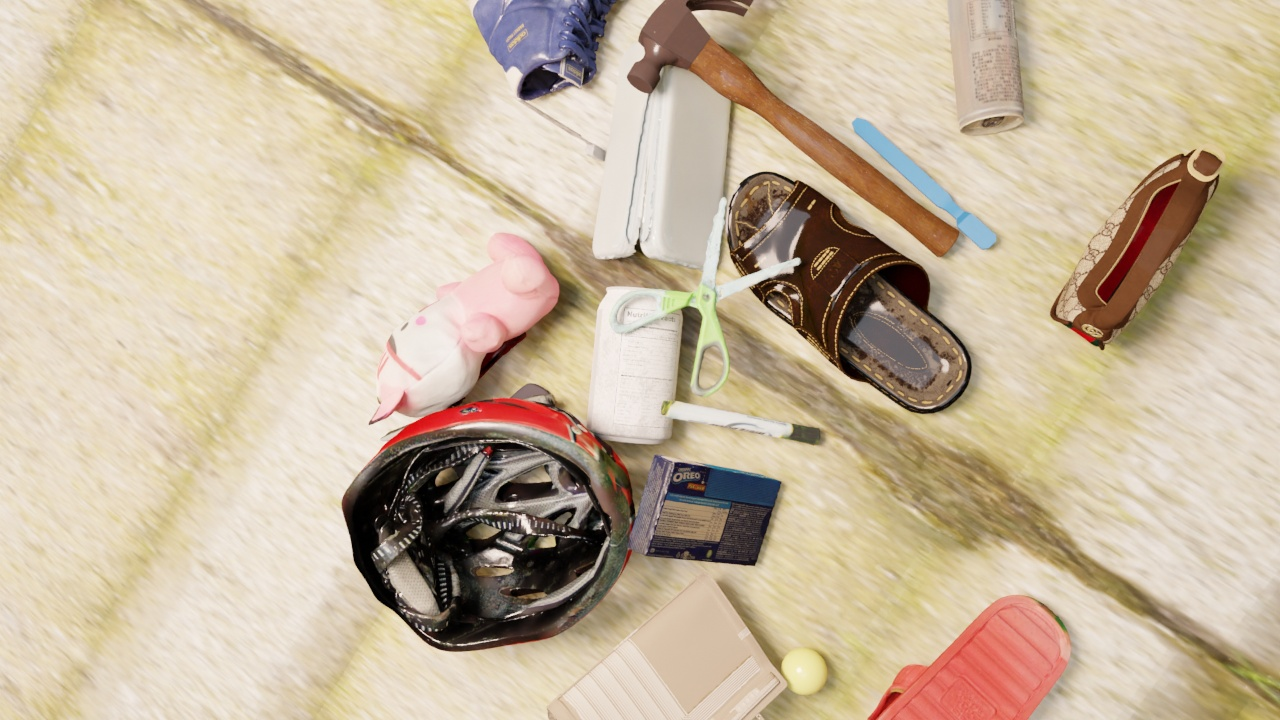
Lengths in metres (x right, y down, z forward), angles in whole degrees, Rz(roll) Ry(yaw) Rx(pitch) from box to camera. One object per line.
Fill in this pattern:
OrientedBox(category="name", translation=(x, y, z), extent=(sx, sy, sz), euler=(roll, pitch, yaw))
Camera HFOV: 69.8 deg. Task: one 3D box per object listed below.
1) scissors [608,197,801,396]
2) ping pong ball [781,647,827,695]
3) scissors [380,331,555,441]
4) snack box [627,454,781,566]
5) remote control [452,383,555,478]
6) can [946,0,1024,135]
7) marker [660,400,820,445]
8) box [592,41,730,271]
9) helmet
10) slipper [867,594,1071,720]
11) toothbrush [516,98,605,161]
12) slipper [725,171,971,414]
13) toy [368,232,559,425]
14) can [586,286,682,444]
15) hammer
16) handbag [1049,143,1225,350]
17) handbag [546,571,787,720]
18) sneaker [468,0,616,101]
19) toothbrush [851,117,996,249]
OrientedBox(category="scissors", translation=(0.051, -0.055, 0.783), extent=(0.168, 0.023, 0.171), euler=(7, 93, 6))
OrientedBox(category="ping pong ball", translation=(0.144, 0.273, 0.807), extent=(0.040, 0.040, 0.040), euler=(-1, 87, 13))
OrientedBox(category="scissors", translation=(-0.167, 0.041, 0.899), extent=(0.179, 0.015, 0.187), euler=(15, 83, 25))
OrientedBox(category="snack box", translation=(0.058, 0.129, 0.783), extent=(0.027, 0.150, 0.082), euler=(16, 89, 45))
OrientedBox(category="remote control", translation=(-0.135, 0.071, 0.898), extent=(0.124, 0.009, 0.046), euler=(-39, 79, 9))
OrientedBox(category="can", translation=(0.294, -0.267, 0.786), extent=(0.054, 0.054, 0.135), euler=(-5, 87, 13))
OrientedBox(category="marker", translation=(0.089, 0.055, 0.811), extent=(0.146, 0.017, 0.017), euler=(11, 90, -11))
OrientedBox(category="box", translation=(0.003, -0.191, 0.852), extent=(0.125, 0.106, 0.215), euler=(3, 85, 39))
OrientedBox(category="helmet", translation=(-0.125, 0.135, 0.806), extent=(0.272, 0.166, 0.217), euler=(-20, 105, 21))
OrientedBox(category="slipper", translation=(0.258, 0.302, 0.771), extent=(0.103, 0.059, 0.248), euler=(40, 81, 13))
OrientedBox(category="toothbrush", translation=(-0.067, -0.199, 0.805), extent=(0.010, 0.181, 0.010), euler=(13, 94, 19))
OrientedBox(category="slipper", translation=(0.175, -0.061, 0.795), extent=(0.113, 0.075, 0.268), euler=(-45, 79, 7))
OrientedBox(category="toy", translation=(-0.170, -0.024, 0.859), extent=(0.213, 0.142, 0.084), euler=(-43, 116, 1))
OrientedBox(category="can", translation=(-0.005, 0.005, 0.834), extent=(0.078, 0.078, 0.136), euler=(5, 89, 14))
OrientedBox(category="hammer", translation=(0.140, -0.197, 0.787), extent=(0.323, 0.033, 0.115), euler=(36, 82, -5))
OrientedBox(category="handbag", translation=(0.392, -0.089, 0.712), extent=(0.063, 0.138, 0.166), euler=(35, 95, 11))
OrientedBox(category="handbag", translation=(0.052, 0.310, 0.760), extent=(0.175, 0.062, 0.198), euler=(-36, 68, -22))
OrientedBox(category="sneaker", translation=(-0.042, -0.330, 0.850), extent=(0.233, 0.091, 0.118), euler=(-21, 79, 13))
OrientedBox(category="toothbrush", translation=(0.250, -0.158, 0.816), extent=(0.016, 0.014, 0.166), euler=(-45, 75, 8))
